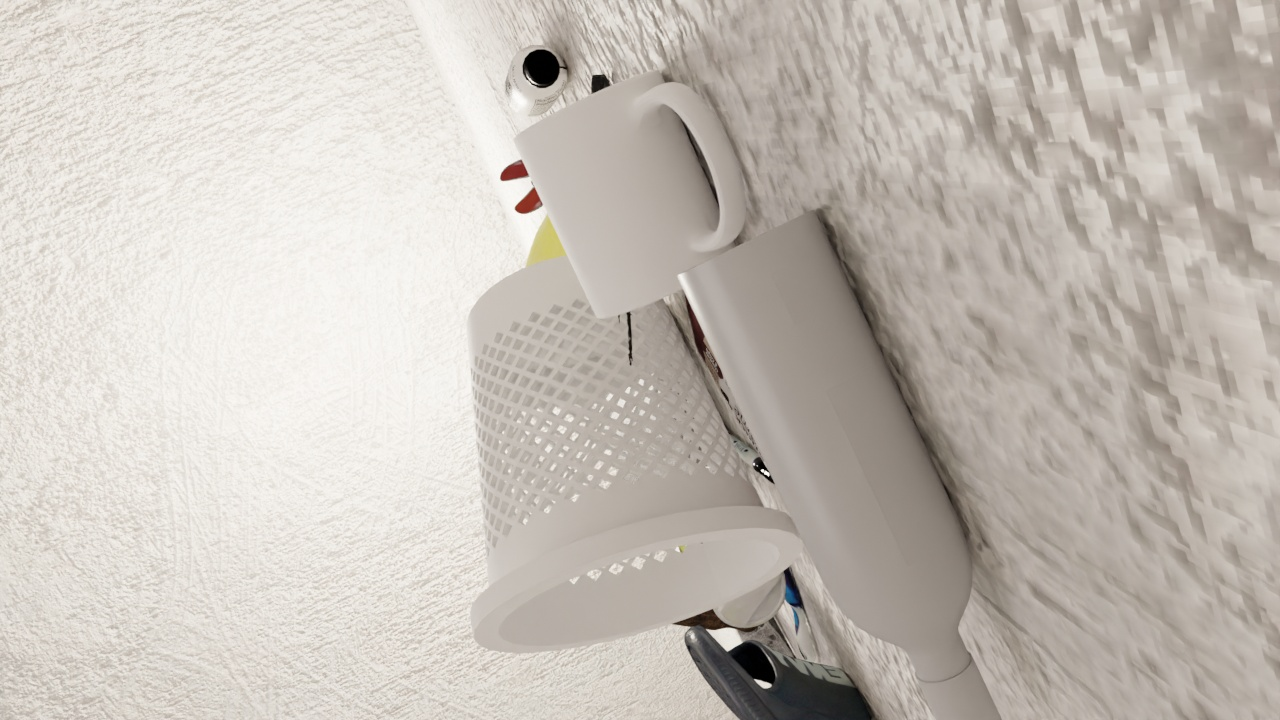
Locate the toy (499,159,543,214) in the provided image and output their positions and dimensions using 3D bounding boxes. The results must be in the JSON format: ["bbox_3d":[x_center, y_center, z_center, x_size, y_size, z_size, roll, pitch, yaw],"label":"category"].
[{"bbox_3d":[-0.078,-0.156,0.763,0.112,0.030,0.049,-13,105,55],"label":"toy"}]

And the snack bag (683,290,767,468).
[{"bbox_3d":[0.064,0.029,0.560,0.157,0.013,0.057,61,175,29],"label":"snack bag"}]

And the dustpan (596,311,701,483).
[{"bbox_3d":[-0.004,0.004,0.751,0.163,0.033,0.257,-37,69,67],"label":"dustpan"}]

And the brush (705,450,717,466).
[{"bbox_3d":[0.018,0.051,0.804,0.195,0.043,0.059,-146,53,-66],"label":"brush"}]

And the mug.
[{"bbox_3d":[0.004,-0.077,0.410,0.111,0.073,0.090,-9,110,57],"label":"mug"}]

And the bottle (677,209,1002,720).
[{"bbox_3d":[0.078,0.047,0.322,0.195,0.052,0.052,64,174,-4],"label":"bottle"}]

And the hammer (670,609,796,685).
[{"bbox_3d":[0.079,0.268,0.855,0.300,0.037,0.217,33,-156,-58],"label":"hammer"}]

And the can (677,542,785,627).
[{"bbox_3d":[0.078,0.178,0.812,0.067,0.067,0.121,66,174,-18],"label":"can"}]

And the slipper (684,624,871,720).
[{"bbox_3d":[0.146,0.284,0.687,0.268,0.083,0.111,46,171,-5],"label":"slipper"}]

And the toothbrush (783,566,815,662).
[{"bbox_3d":[0.123,0.199,0.754,0.016,0.017,0.189,55,169,51],"label":"toothbrush"}]

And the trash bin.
[{"bbox_3d":[-0.026,0.053,0.577,0.196,0.195,0.199,75,178,-63],"label":"trash bin"}]

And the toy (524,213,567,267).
[{"bbox_3d":[-0.057,-0.070,0.729,0.154,0.064,0.171,-104,28,-57],"label":"toy"}]

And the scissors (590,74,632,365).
[{"bbox_3d":[-0.013,-0.086,0.522,0.157,0.012,0.166,-72,-25,-71],"label":"scissors"}]

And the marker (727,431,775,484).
[{"bbox_3d":[0.074,0.065,0.643,0.011,0.011,0.152,65,174,-10],"label":"marker"}]

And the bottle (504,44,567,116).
[{"bbox_3d":[-0.075,-0.200,0.654,0.041,0.041,0.116,65,174,-12],"label":"bottle"}]
